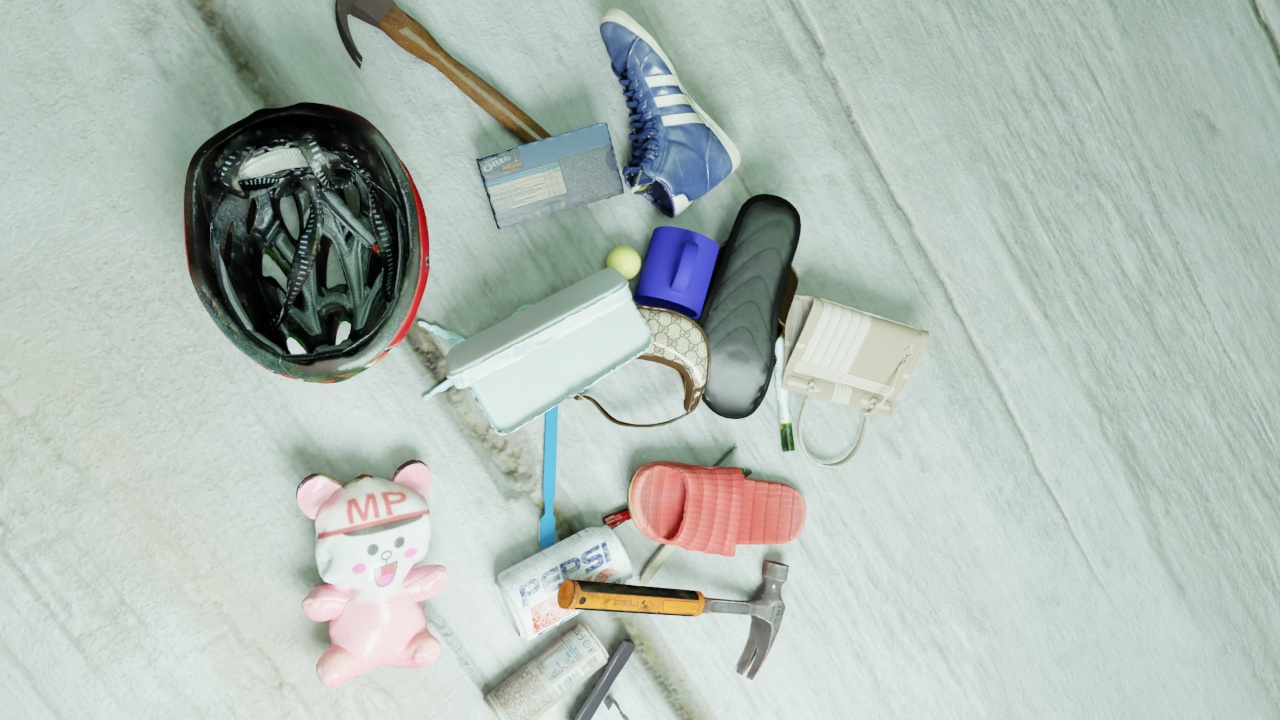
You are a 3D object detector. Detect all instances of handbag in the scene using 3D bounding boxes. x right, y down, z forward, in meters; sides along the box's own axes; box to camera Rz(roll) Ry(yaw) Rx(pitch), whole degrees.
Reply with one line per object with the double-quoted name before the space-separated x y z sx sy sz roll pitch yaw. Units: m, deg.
"handbag" -0.006 0.006 1.034 0.166 0.063 0.138 9 91 -1
"handbag" 0.249 0.035 1.143 0.175 0.062 0.198 14 90 -22

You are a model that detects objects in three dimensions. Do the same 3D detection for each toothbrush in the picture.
"toothbrush" -0.015 0.384 0.962 0.010 0.182 0.010 32 80 -10
"toothbrush" -0.103 0.127 1.034 0.016 0.014 0.166 4 82 -20

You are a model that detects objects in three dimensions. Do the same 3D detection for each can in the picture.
"can" -0.083 0.239 0.999 0.136 0.078 0.078 -25 96 -19
"can" -0.102 0.347 1.000 0.135 0.054 0.054 -35 99 -17

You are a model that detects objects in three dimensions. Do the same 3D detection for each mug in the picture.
"mug" 0.044 -0.102 1.042 0.079 0.111 0.083 17 82 -6

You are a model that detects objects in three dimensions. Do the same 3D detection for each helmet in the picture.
"helmet" -0.311 -0.109 0.883 0.217 0.167 0.272 -11 84 -5

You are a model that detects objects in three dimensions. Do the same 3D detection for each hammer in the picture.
"hammer" 0.041 0.281 1.017 0.314 0.035 0.137 15 85 -37
"hammer" -0.188 -0.303 1.011 0.323 0.033 0.115 37 75 -15

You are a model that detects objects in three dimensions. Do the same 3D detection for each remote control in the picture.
"remote control" -0.045 0.368 1.029 0.009 0.046 0.124 28 76 23

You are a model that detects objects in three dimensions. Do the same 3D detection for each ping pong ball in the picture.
"ping pong ball" -0.019 -0.112 1.057 0.040 0.040 0.040 1 87 -20

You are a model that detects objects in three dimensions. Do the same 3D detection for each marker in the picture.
"marker" 0.176 0.040 1.133 0.017 0.017 0.146 -6 90 -20

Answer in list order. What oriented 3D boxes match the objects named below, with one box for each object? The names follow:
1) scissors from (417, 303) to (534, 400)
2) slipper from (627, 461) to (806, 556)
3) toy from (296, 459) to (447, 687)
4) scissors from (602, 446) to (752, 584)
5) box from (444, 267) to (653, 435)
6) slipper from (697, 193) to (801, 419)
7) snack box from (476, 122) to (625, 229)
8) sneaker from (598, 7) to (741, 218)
"scissors" -0.165 -0.009 1.018 0.171 0.023 0.167 31 83 -16
"slipper" 0.100 0.174 1.066 0.248 0.059 0.103 12 84 -27
"toy" -0.271 0.213 0.931 0.141 0.084 0.213 -6 91 -22
"scissors" 0.042 0.177 1.081 0.187 0.015 0.179 13 82 -19
"box" -0.086 0.000 0.975 0.215 0.106 0.125 -27 116 -1
"slipper" 0.126 -0.063 1.092 0.113 0.075 0.268 12 96 -1
"snack box" -0.099 -0.205 1.017 0.150 0.027 0.082 -17 108 -9
"sneaker" -0.001 -0.270 1.050 0.118 0.091 0.233 -48 111 -13
